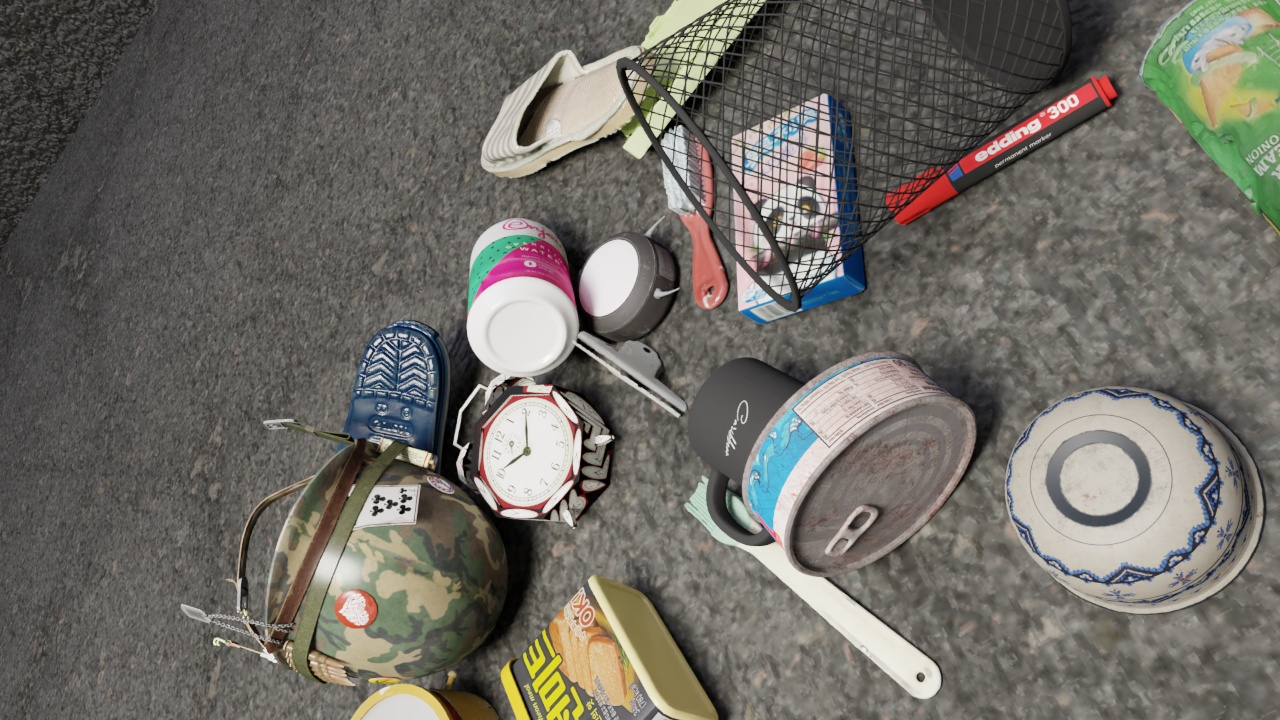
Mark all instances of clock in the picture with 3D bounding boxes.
[{"bbox_3d":[-0.178,0.334,0.730,0.117,0.081,0.159,36,90,35],"label":"clock"},{"bbox_3d":[-0.019,-0.060,0.768,0.123,0.043,0.091,-30,55,32],"label":"clock"},{"bbox_3d":[-0.093,0.071,0.766,0.155,0.065,0.114,23,91,31],"label":"clock"}]

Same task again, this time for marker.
[{"bbox_3d":[0.224,-0.132,0.579,0.145,0.023,0.021,-30,17,32],"label":"marker"}]

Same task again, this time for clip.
[{"bbox_3d":[-0.004,0.004,0.724,0.041,0.101,0.054,-54,1,10],"label":"clip"}]

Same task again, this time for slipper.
[{"bbox_3d":[-0.082,-0.238,0.870,0.273,0.054,0.114,-2,60,52],"label":"slipper"},{"bbox_3d":[-0.234,0.083,0.887,0.095,0.105,0.253,-76,3,-78],"label":"slipper"}]

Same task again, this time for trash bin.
[{"bbox_3d":[0.124,-0.165,0.557,0.210,0.184,0.184,-36,48,2],"label":"trash bin"}]

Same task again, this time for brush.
[{"bbox_3d":[0.041,-0.120,0.745,0.041,0.030,0.172,-27,57,34],"label":"brush"},{"bbox_3d":[0.104,0.140,0.592,0.218,0.012,0.033,36,99,44],"label":"brush"}]

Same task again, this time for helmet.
[{"bbox_3d":[-0.230,0.158,0.739,0.237,0.224,0.192,8,66,24],"label":"helmet"}]

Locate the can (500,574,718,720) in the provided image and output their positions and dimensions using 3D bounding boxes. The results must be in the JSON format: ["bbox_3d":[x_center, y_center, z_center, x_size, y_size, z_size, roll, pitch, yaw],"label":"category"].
[{"bbox_3d":[-0.023,0.228,0.625,0.101,0.072,0.130,-50,40,9],"label":"can"}]

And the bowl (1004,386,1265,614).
[{"bbox_3d":[0.237,0.065,0.458,0.116,0.059,0.115,-19,61,38],"label":"bowl"}]

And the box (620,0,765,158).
[{"bbox_3d":[0.042,-0.269,0.799,0.188,0.048,0.140,-50,35,16],"label":"box"}]

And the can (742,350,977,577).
[{"bbox_3d":[0.124,0.060,0.518,0.130,0.129,0.044,-53,45,14],"label":"can"}]

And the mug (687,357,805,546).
[{"bbox_3d":[0.081,0.065,0.599,0.088,0.078,0.114,32,106,46],"label":"mug"}]

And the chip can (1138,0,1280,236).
[{"bbox_3d":[0.325,-0.089,0.428,0.076,0.075,0.223,-38,51,27],"label":"chip can"}]

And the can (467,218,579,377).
[{"bbox_3d":[-0.102,-0.059,0.786,0.088,0.088,0.165,-49,25,17],"label":"can"}]

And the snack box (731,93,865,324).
[{"bbox_3d":[0.113,-0.111,0.671,0.088,0.033,0.154,-18,61,37],"label":"snack box"}]
